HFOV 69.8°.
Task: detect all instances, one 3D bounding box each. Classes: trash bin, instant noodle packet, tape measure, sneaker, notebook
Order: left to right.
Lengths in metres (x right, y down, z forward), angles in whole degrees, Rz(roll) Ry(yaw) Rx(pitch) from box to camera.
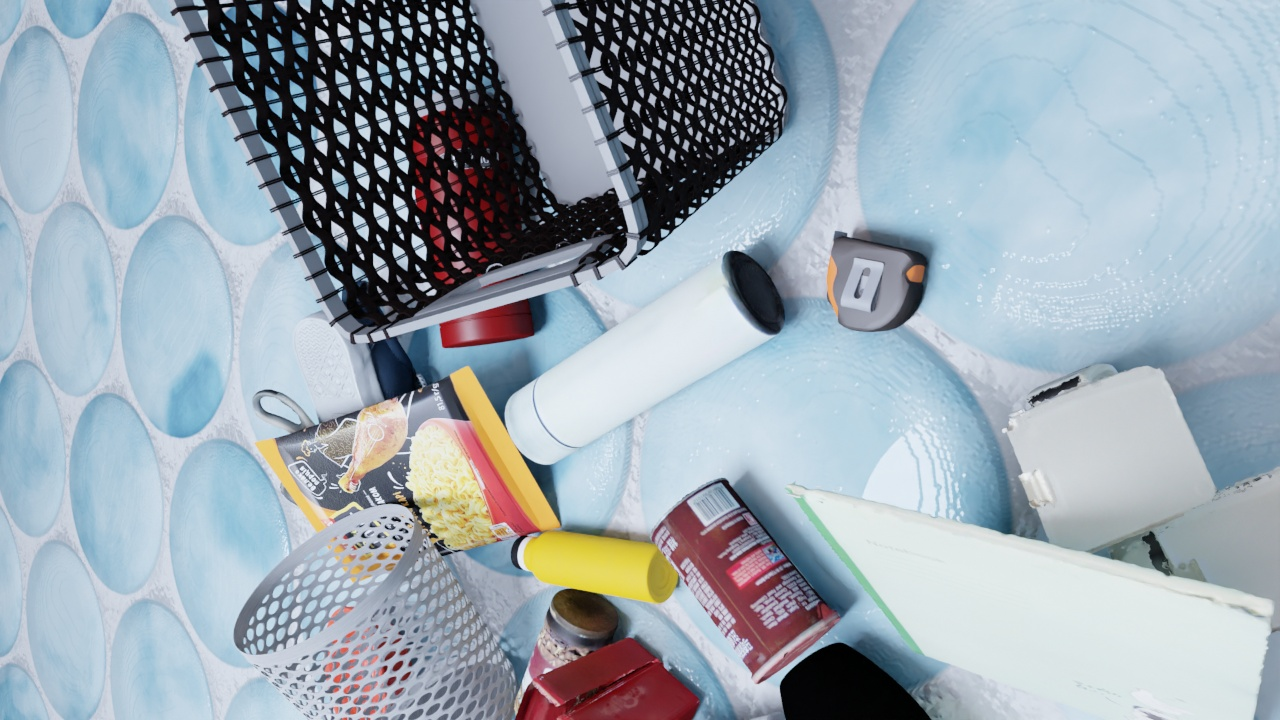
[{"bbox_3d":[-0.234,0.047,0.838,0.089,0.087,0.236,-5,111,28],"label":"sneaker"},{"bbox_3d":[-0.201,0.237,0.739,0.157,0.156,0.183,-10,120,36],"label":"trash bin"},{"bbox_3d":[-0.197,0.105,0.773,0.221,0.032,0.160,-18,113,20],"label":"instant noodle packet"},{"bbox_3d":[0.144,-0.047,0.577,0.058,0.038,0.059,19,103,34],"label":"tape measure"},{"bbox_3d":[0.191,0.133,0.444,0.182,0.252,0.010,11,65,36],"label":"notebook"}]

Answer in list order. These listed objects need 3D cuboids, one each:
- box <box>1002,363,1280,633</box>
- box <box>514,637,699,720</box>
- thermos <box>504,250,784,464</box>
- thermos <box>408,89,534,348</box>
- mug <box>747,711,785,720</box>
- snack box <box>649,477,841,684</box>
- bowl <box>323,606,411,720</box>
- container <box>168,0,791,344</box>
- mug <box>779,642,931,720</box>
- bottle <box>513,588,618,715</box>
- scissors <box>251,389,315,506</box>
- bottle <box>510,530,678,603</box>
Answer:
[{"bbox_3d":[0.253,0.059,0.410,0.105,0.187,0.143,-31,77,32],"label":"box"},{"bbox_3d":[-0.039,0.301,0.678,0.087,0.128,0.158,29,110,28],"label":"box"},{"bbox_3d":[-0.004,0.004,0.672,0.231,0.067,0.068,-32,74,34],"label":"thermos"},{"bbox_3d":[-0.143,-0.113,0.766,0.108,0.083,0.198,169,92,-70],"label":"thermos"},{"bbox_3d":[0.069,0.306,0.607,0.090,0.091,0.121,-27,68,26],"label":"mug"},{"bbox_3d":[0.069,0.147,0.623,0.121,0.072,0.072,51,119,24],"label":"snack box"},{"bbox_3d":[-0.255,0.296,0.878,0.131,0.045,0.130,4,96,48],"label":"bowl"},{"bbox_3d":[-0.077,-0.186,0.565,0.248,0.242,0.245,-12,108,36],"label":"container"},{"bbox_3d":[0.134,0.244,0.583,0.100,0.084,0.119,55,151,35],"label":"mug"},{"bbox_3d":[-0.060,0.241,0.731,0.056,0.056,0.105,31,110,31],"label":"bottle"},{"bbox_3d":[-0.281,0.081,0.815,0.157,0.012,0.172,44,123,-6],"label":"scissors"},{"bbox_3d":[-0.041,0.159,0.721,0.144,0.043,0.043,-1,92,37],"label":"bottle"}]
